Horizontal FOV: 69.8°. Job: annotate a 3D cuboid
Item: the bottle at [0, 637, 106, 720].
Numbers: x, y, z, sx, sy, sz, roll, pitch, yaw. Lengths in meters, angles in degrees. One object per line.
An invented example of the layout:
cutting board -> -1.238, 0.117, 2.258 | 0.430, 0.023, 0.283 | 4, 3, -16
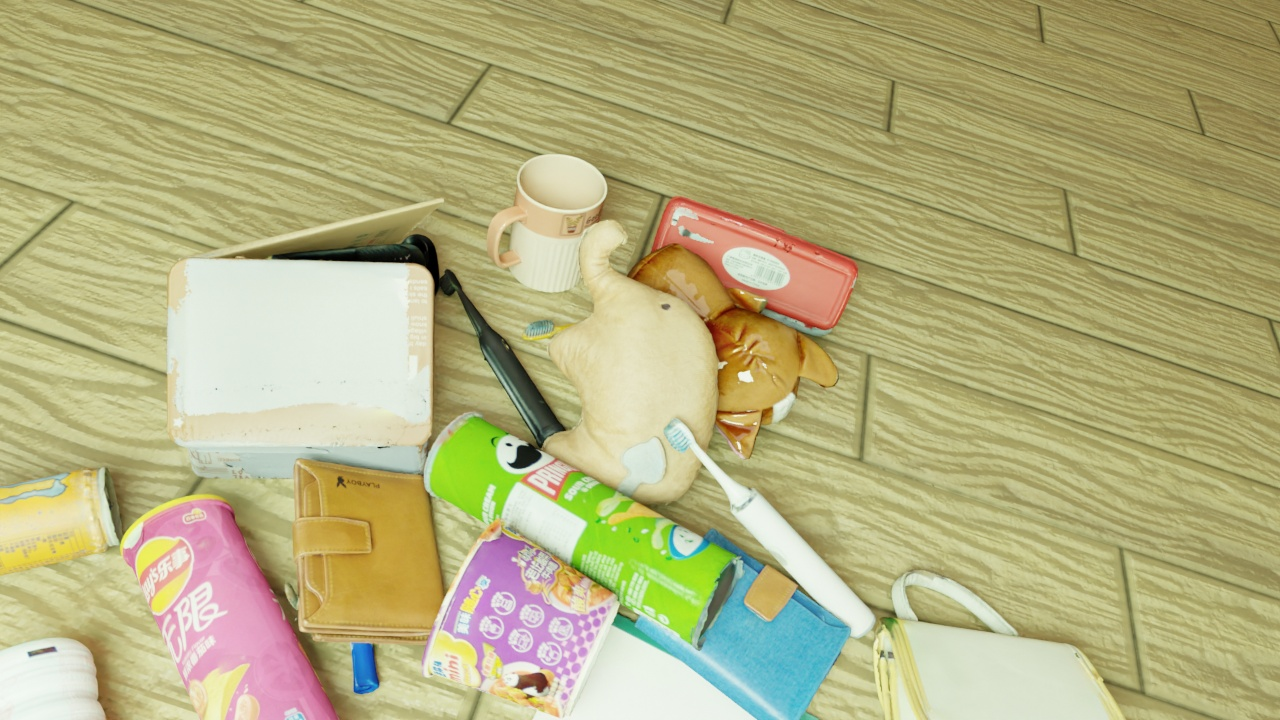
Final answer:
bottle -> -0.315, 0.252, 0.498 | 0.068, 0.068, 0.197 | -18, 59, -29

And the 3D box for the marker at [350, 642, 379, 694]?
marker -> -0.200, 0.161, 0.643 | 0.017, 0.017, 0.145 | -5, 51, -20

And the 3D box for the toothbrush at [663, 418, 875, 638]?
toothbrush -> 0.097, 0.125, 0.694 | 0.221, 0.027, 0.026 | 47, 55, -7

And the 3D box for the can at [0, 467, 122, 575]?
can -> -0.422, 0.112, 0.593 | 0.145, 0.058, 0.058 | -11, 54, -25

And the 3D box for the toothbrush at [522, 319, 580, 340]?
toothbrush -> -0.023, -0.044, 0.874 | 0.191, 0.018, 0.016 | -13, 56, -26

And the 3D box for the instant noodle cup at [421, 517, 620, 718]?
instant noodle cup -> -0.073, 0.174, 0.600 | 0.099, 0.112, 0.111 | 24, 47, 8

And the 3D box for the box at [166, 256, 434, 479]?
box -> -0.242, -0.002, 0.671 | 0.182, 0.169, 0.150 | 2, 48, -15

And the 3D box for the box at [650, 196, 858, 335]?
box -> 0.113, -0.098, 0.933 | 0.201, 0.095, 0.099 | 21, 20, 4

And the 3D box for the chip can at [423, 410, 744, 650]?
chip can -> -0.044, 0.118, 0.660 | 0.236, 0.072, 0.072 | 26, 47, 21

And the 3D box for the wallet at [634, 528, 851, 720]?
wallet -> 0.077, 0.196, 0.673 | 0.133, 0.040, 0.106 | 35, 46, 16

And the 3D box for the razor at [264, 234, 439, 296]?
razor -> -0.245, -0.076, 0.783 | 0.068, 0.062, 0.167 | -3, 5, 36

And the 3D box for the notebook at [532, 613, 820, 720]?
notebook -> 0.030, 0.270, 0.616 | 0.209, 0.012, 0.150 | 26, 46, 6

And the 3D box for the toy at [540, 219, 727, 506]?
toy -> -0.004, 0.004, 0.730 | 0.143, 0.082, 0.226 | 4, 85, -4

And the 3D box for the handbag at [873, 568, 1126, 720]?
handbag -> 0.256, 0.236, 0.690 | 0.163, 0.063, 0.178 | 10, 33, -8

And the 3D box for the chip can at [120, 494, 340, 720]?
chip can -> -0.249, 0.184, 0.571 | 0.071, 0.072, 0.210 | -24, 60, -32

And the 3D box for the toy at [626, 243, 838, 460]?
toy -> 0.066, -0.010, 0.808 | 0.140, 0.130, 0.199 | -45, 58, -10

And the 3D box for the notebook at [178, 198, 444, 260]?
notebook -> -0.282, -0.094, 0.772 | 0.207, 0.148, 0.008 | -21, 93, -30

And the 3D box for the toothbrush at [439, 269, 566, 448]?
toothbrush -> -0.128, -0.007, 0.808 | 0.026, 0.027, 0.212 | 14, 33, -55

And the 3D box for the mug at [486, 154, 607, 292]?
mug -> -0.093, -0.123, 0.863 | 0.114, 0.106, 0.081 | -27, 61, -33

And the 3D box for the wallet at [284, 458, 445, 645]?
wallet -> -0.196, 0.132, 0.638 | 0.119, 0.035, 0.130 | 19, 39, -39
